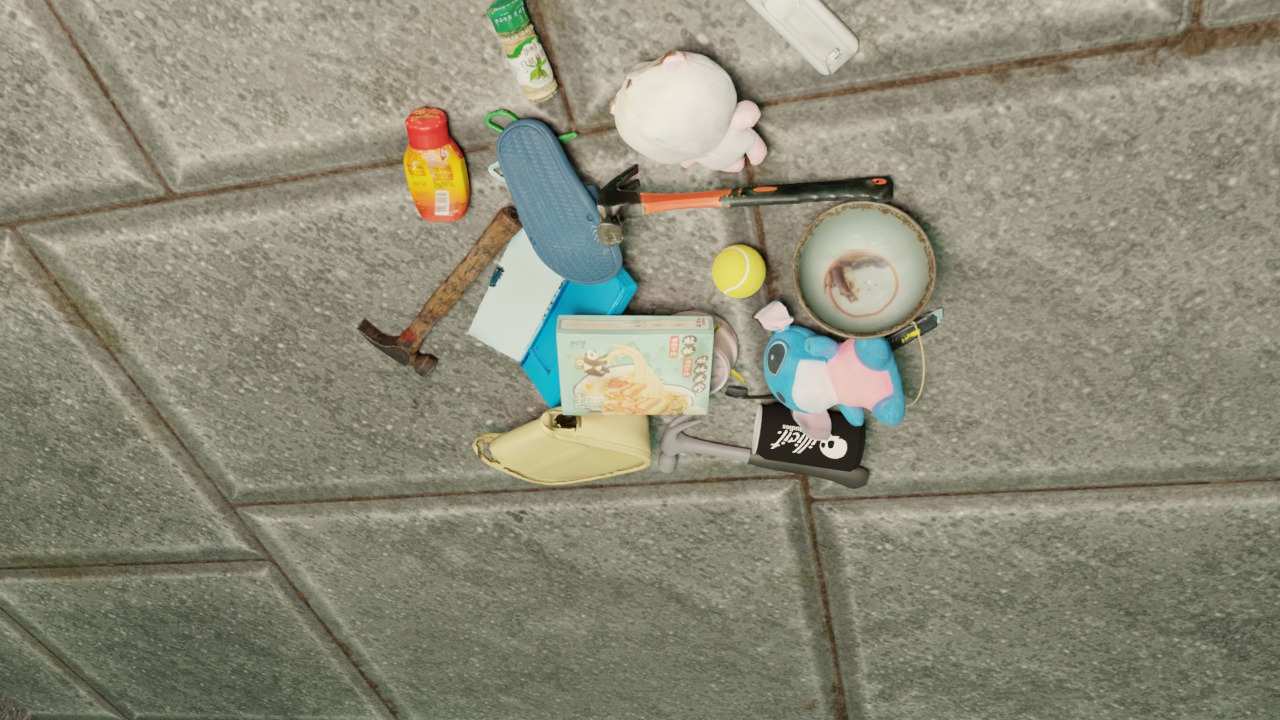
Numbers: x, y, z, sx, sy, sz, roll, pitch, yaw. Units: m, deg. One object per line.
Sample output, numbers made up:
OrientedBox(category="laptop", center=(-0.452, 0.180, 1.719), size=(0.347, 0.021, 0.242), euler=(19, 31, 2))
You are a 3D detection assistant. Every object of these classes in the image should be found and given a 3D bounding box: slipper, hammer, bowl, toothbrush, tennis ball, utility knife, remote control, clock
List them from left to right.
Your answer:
OrientedBox(category="hammer", center=(-0.261, -0.096, 1.221), size=(0.120, 0.033, 0.331), euler=(34, 130, -18))
OrientedBox(category="slipper", center=(-0.097, -0.183, 1.082), size=(0.104, 0.059, 0.214), euler=(-22, 107, 27))
OrientedBox(category="clock", center=(0.053, -0.001, 1.233), size=(0.158, 0.058, 0.117), euler=(-14, 127, 23))
OrientedBox(category="tennis ball", center=(0.120, -0.109, 1.120), size=(0.065, 0.065, 0.065), euler=(5, 132, 6))
OrientedBox(category="hammer", center=(0.118, -0.183, 1.033), size=(0.333, 0.132, 0.033), euler=(-3, 129, 2))
OrientedBox(category="hammer", center=(0.184, 0.143, 1.358), size=(0.311, 0.029, 0.125), euler=(11, 133, 0))
OrientedBox(category="toothbrush", center=(0.212, 0.051, 1.280), size=(0.188, 0.014, 0.017), euler=(5, 124, 6))
OrientedBox(category="remote control", center=(0.162, -0.346, 0.929), size=(0.133, 0.022, 0.050), euler=(36, 128, -21))
OrientedBox(category="bowl", center=(0.258, -0.096, 1.072), size=(0.160, 0.159, 0.094), euler=(-1, 172, 12))
OrientedBox(category="utility knife", center=(0.319, -0.021, 1.193), size=(0.175, 0.020, 0.029), euler=(-33, 120, 32))

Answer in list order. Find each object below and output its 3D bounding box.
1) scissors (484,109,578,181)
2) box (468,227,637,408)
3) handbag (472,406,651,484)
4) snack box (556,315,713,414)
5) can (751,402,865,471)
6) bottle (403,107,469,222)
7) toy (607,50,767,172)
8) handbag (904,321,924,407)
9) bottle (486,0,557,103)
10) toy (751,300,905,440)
OrientedBox(category="scissors", center=(-0.132, -0.243, 1.085), size=(0.127, 0.011, 0.123), euler=(28, 132, -12))
OrientedBox(category="box", center=(-0.116, -0.070, 1.216), size=(0.175, 0.059, 0.244), euler=(40, 130, 7))
OrientedBox(category="handbag", center=(-0.107, 0.112, 1.316), size=(0.190, 0.088, 0.234), euler=(21, 150, -37))
OrientedBox(category="snack box", center=(-0.007, 0.007, 1.168), size=(0.193, 0.044, 0.142), euler=(1, 133, 0))
OrientedBox(category="can", center=(0.233, 0.106, 1.280), size=(0.146, 0.080, 0.080), euler=(8, 132, 4))
OrientedBox(category="bottle", center=(-0.245, -0.232, 1.091), size=(0.071, 0.048, 0.134), euler=(4, 132, 7))
OrientedBox(category="toy", center=(0.059, -0.255, 0.987), size=(0.179, 0.101, 0.139), euler=(23, 146, -33))
OrientedBox(category="handbag", center=(0.317, -0.012, 1.173), size=(0.084, 0.027, 0.178), euler=(-12, 118, 23))
OrientedBox(category="bottle", center=(-0.125, -0.333, 0.985), size=(0.043, 0.042, 0.110), euler=(-9, 129, 18))
OrientedBox(category="toy", center=(0.235, 0.007, 1.160), size=(0.192, 0.098, 0.224), euler=(2, 130, 42))
